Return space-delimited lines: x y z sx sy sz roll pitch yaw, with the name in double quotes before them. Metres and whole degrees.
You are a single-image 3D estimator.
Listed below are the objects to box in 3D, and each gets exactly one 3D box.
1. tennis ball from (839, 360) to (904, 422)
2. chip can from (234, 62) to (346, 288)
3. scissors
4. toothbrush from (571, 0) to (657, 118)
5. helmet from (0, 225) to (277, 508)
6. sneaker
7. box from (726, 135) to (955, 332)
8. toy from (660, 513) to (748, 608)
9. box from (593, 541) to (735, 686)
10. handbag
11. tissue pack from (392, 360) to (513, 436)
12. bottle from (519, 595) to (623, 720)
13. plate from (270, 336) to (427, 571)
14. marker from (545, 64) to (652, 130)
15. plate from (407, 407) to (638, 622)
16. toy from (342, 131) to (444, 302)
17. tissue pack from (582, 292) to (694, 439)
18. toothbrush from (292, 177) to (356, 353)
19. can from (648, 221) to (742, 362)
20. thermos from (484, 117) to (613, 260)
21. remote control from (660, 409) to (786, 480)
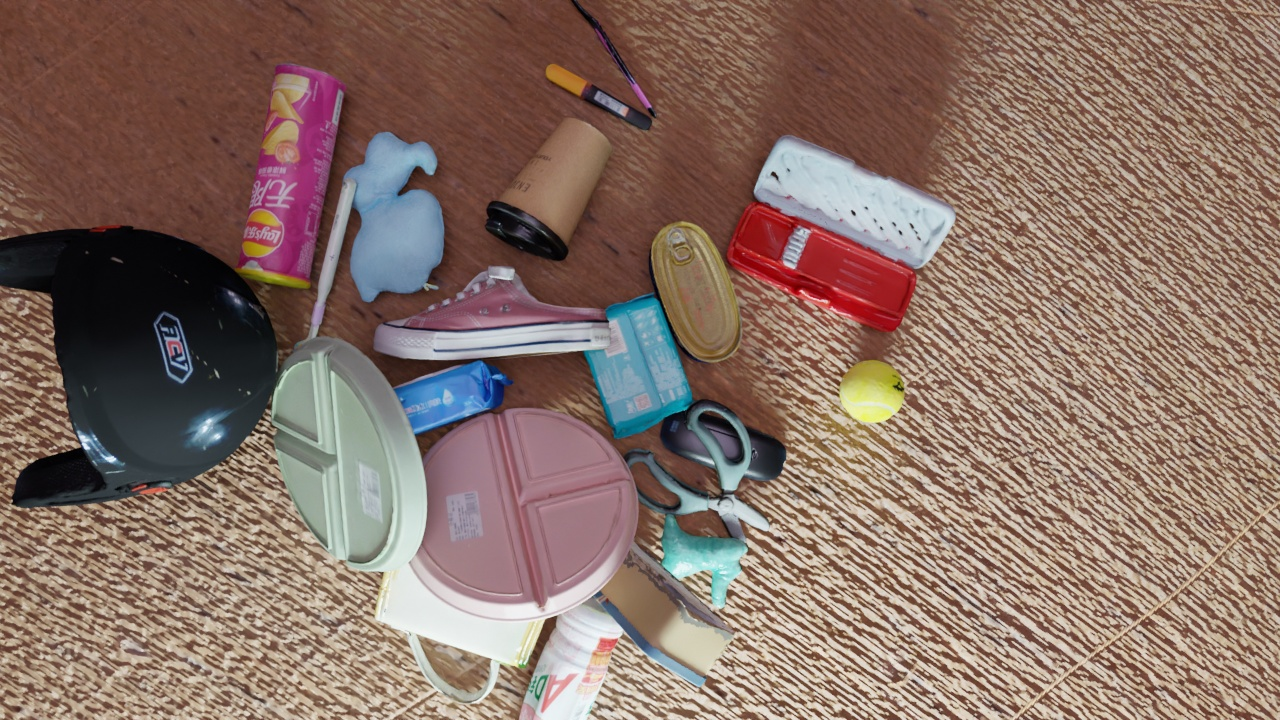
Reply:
"tennis ball" 0.239 0.032 0.949 0.065 0.065 0.065 0 88 -4
"chip can" -0.347 -0.181 0.914 0.071 0.071 0.210 9 87 -4
"scissors" 0.077 0.112 0.939 0.176 0.019 0.172 29 107 -4
"toothbrush" -0.034 -0.337 0.971 0.017 0.014 0.189 -34 91 -17
"helmet" -0.438 -0.001 0.806 0.229 0.275 0.233 -11 94 -31
"sneaker" -0.147 -0.046 0.896 0.241 0.118 0.088 -3 89 14
"box" 0.205 -0.130 0.956 0.201 0.063 0.160 23 106 -2
"toy" 0.066 0.208 0.949 0.092 0.030 0.096 3 94 -2
"box" 0.011 0.229 0.864 0.090 0.184 0.063 40 86 -32
"handbag" -0.181 0.254 0.922 0.163 0.063 0.179 19 101 -3
"tissue pack" -0.205 0.041 0.904 0.157 0.095 0.052 -20 88 -3
"bottle" -0.079 0.334 0.918 0.068 0.068 0.197 22 91 -3
"plate" -0.278 0.092 0.851 0.027 0.231 0.230 -21 89 -46
"marker" -0.044 -0.277 0.968 0.124 0.015 0.018 27 88 -5
"plate" -0.116 0.136 0.876 0.229 0.028 0.229 0 52 0
"toy" -0.248 -0.140 0.927 0.156 0.049 0.161 44 98 12
"tissue pack" -0.006 0.006 0.941 0.093 0.050 0.133 -20 90 -6
"toothbrush" -0.316 -0.091 0.922 0.029 0.020 0.189 22 98 37
"can" 0.056 -0.069 0.948 0.074 0.049 0.148 -21 89 -5
"thermos" -0.089 -0.170 0.926 0.093 0.093 0.143 30 79 -2
"remote control" 0.088 0.089 0.957 0.136 0.024 0.053 17 87 -3
